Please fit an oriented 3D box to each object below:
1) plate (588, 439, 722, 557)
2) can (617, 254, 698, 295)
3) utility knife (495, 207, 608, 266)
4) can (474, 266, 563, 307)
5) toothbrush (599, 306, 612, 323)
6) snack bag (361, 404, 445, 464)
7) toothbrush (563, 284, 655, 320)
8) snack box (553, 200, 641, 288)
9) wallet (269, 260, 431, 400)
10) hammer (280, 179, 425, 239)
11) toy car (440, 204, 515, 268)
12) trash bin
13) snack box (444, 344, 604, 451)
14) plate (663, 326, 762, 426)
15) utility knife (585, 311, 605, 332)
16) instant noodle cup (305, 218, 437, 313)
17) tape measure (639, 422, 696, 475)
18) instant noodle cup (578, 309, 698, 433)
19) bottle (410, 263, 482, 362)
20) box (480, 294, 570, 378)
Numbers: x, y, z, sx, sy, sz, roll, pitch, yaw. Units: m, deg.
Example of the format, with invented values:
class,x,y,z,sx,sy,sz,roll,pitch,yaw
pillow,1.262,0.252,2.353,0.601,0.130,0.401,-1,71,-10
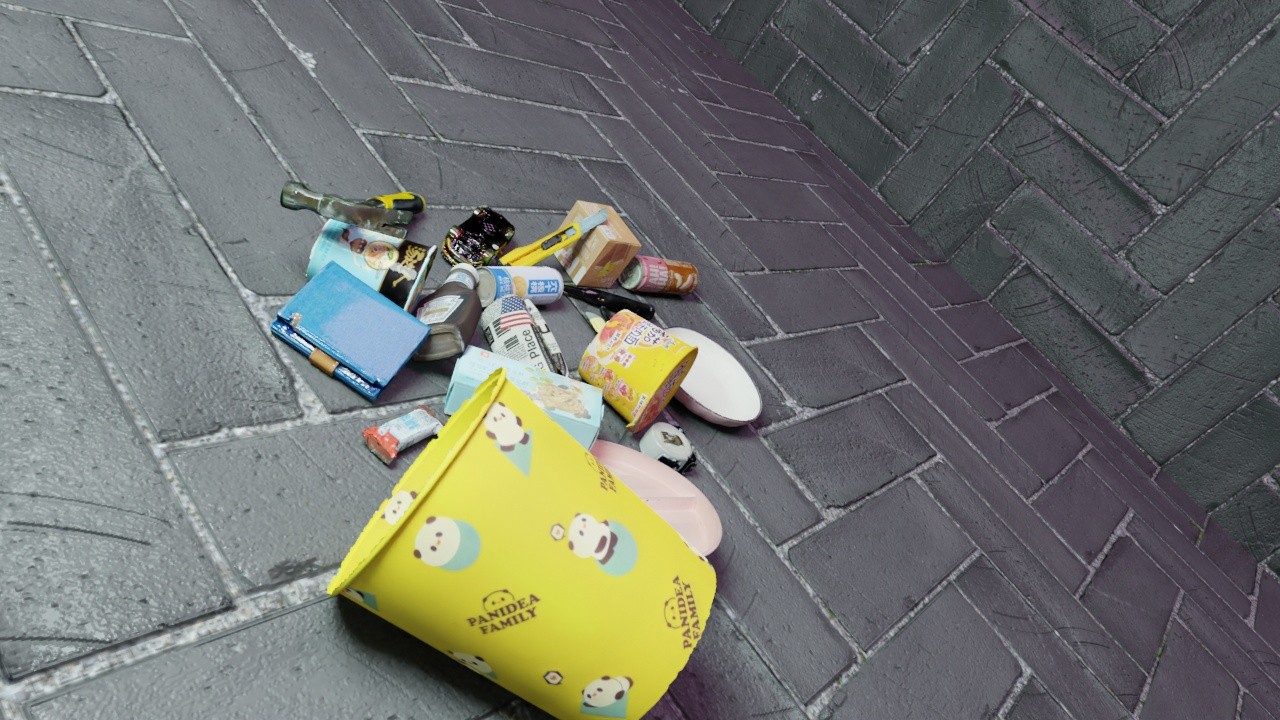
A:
class,x,y,z,sx,sy,sz,roll,pitch,yaw
plate,-0.020,0.157,1.013,0.229,0.028,0.229,20,20,-8
can,0.031,-0.140,1.512,0.147,0.058,0.058,1,46,-48
utility knife,-0.125,-0.173,1.319,0.208,0.015,0.033,-34,81,-26
can,-0.166,-0.100,1.239,0.134,0.053,0.053,-8,53,-53
toothbrush,-0.013,-0.012,1.329,0.018,0.016,0.181,6,43,-53
snack bag,-0.239,0.071,0.943,0.045,0.026,0.105,36,27,13
toothbrush,-0.068,-0.095,1.374,0.212,0.026,0.027,14,3,-35
snack box,-0.071,-0.177,1.412,0.076,0.095,0.092,-1,47,-49
wallet,-0.304,-0.032,0.969,0.133,0.040,0.106,34,57,-3
hammer,-0.310,-0.184,1.102,0.126,0.032,0.323,17,10,-3
toy car,-0.223,-0.169,1.283,0.071,0.041,0.155,35,31,-6
trash bin,-0.091,0.172,0.786,0.255,0.230,0.229,39,29,-12
snack box,-0.131,0.045,1.045,0.175,0.052,0.074,19,33,-12
plate,0.093,0.030,1.364,0.192,0.039,0.192,28,31,-19
utility knife,-0.027,-0.007,1.302,0.030,0.018,0.167,-9,52,-48
instant noodle cup,-0.308,-0.103,1.042,0.120,0.111,0.111,24,32,-11
tape measure,0.034,0.113,1.186,0.066,0.034,0.065,13,37,-39
instant noodle cup,-0.007,0.007,1.197,0.110,0.138,0.137,36,28,11
bottle,-0.228,-0.063,1.099,0.194,0.080,0.044,-89,166,-61
box,-0.147,-0.013,1.144,0.087,0.076,0.162,-11,55,-25
